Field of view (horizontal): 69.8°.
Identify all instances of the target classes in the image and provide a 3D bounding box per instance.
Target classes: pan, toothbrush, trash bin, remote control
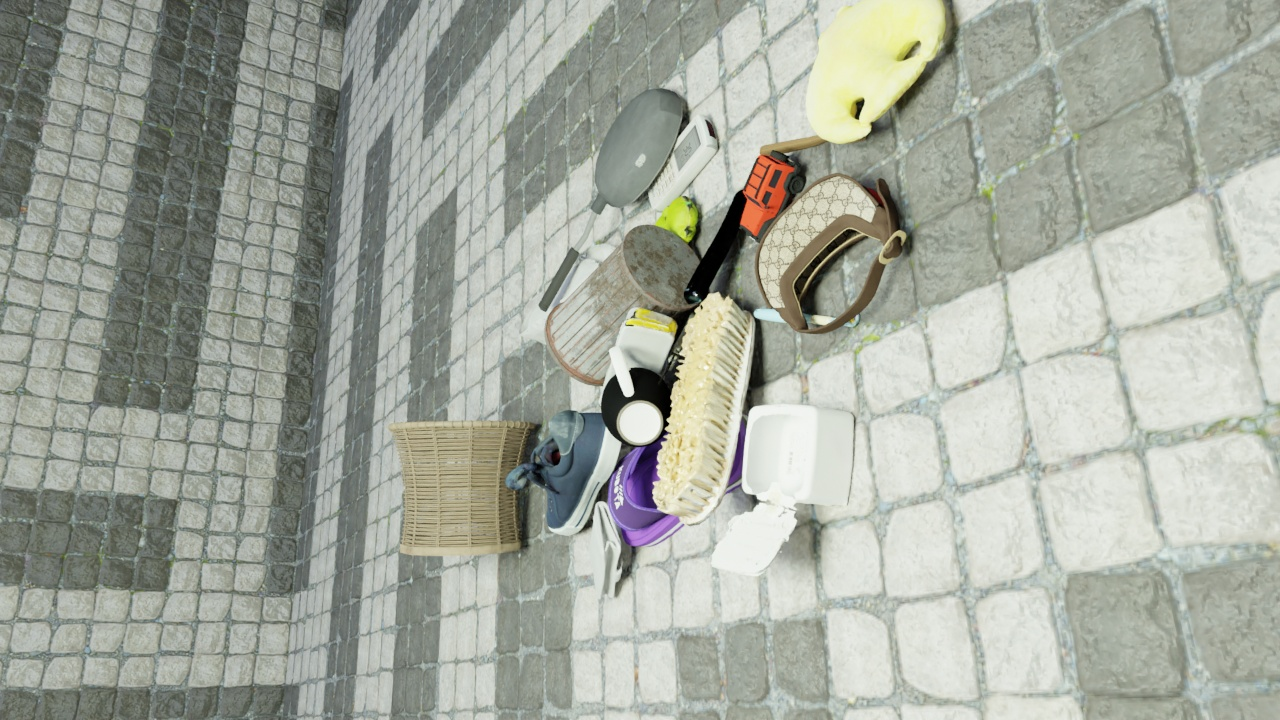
[{"bbox_3d":[-0.056,-0.226,1.292,0.358,0.041,0.178,-59,27,13],"label":"pan"},{"bbox_3d":[0.170,-0.046,0.966,0.022,0.016,0.155,-41,24,-22],"label":"toothbrush"},{"bbox_3d":[0.185,-0.237,0.999,0.167,0.016,0.016,7,86,58],"label":"toothbrush"},{"bbox_3d":[-0.026,-0.063,1.179,0.212,0.130,0.130,-42,47,44],"label":"trash bin"},{"bbox_3d":[0.091,-0.135,1.078,0.151,0.020,0.041,-63,17,-9],"label":"remote control"},{"bbox_3d":[0.053,-0.257,1.209,0.139,0.025,0.060,-46,45,42],"label":"remote control"}]

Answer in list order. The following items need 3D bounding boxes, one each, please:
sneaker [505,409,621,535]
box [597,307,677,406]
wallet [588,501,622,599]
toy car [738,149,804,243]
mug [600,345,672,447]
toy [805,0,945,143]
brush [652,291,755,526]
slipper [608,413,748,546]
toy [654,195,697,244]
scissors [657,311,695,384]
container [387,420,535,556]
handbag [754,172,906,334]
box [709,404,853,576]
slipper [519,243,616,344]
[{"bbox_3d":[-0.115,0.150,1.215,0.295,0.127,0.120,114,165,-55],"label":"sneaker"},{"bbox_3d":[-0.007,0.006,1.128,0.210,0.064,0.033,111,173,-58],"label":"box"},{"bbox_3d":[-0.044,0.245,1.180,0.116,0.032,0.086,98,160,-47],"label":"wallet"},{"bbox_3d":[0.140,-0.183,1.023,0.051,0.048,0.100,50,123,52],"label":"toy car"},{"bbox_3d":[-0.009,0.042,1.043,0.100,0.085,0.119,-102,-8,-78],"label":"mug"},{"bbox_3d":[0.225,-0.300,0.907,0.171,0.064,0.154,-51,39,28],"label":"toy"},{"bbox_3d":[0.072,0.047,0.988,0.083,0.056,0.270,-30,38,48],"label":"brush"},{"bbox_3d":[0.025,0.136,1.079,0.267,0.084,0.107,-40,48,46],"label":"slipper"},{"bbox_3d":[0.045,-0.175,1.190,0.094,0.036,0.094,-99,31,-41],"label":"toy"},{"bbox_3d":[0.043,-0.015,1.079,0.170,0.012,0.131,80,-145,-81],"label":"scissors"},{"bbox_3d":[-0.278,0.196,1.435,0.227,0.226,0.196,-10,79,57],"label":"container"},{"bbox_3d":[0.191,-0.103,0.908,0.167,0.063,0.138,-44,51,35],"label":"handbag"},{"bbox_3d":[0.141,0.129,0.901,0.111,0.083,0.190,-7,58,59],"label":"box"},{"bbox_3d":[-0.095,-0.087,1.349,0.248,0.074,0.112,-38,42,47],"label":"slipper"}]
